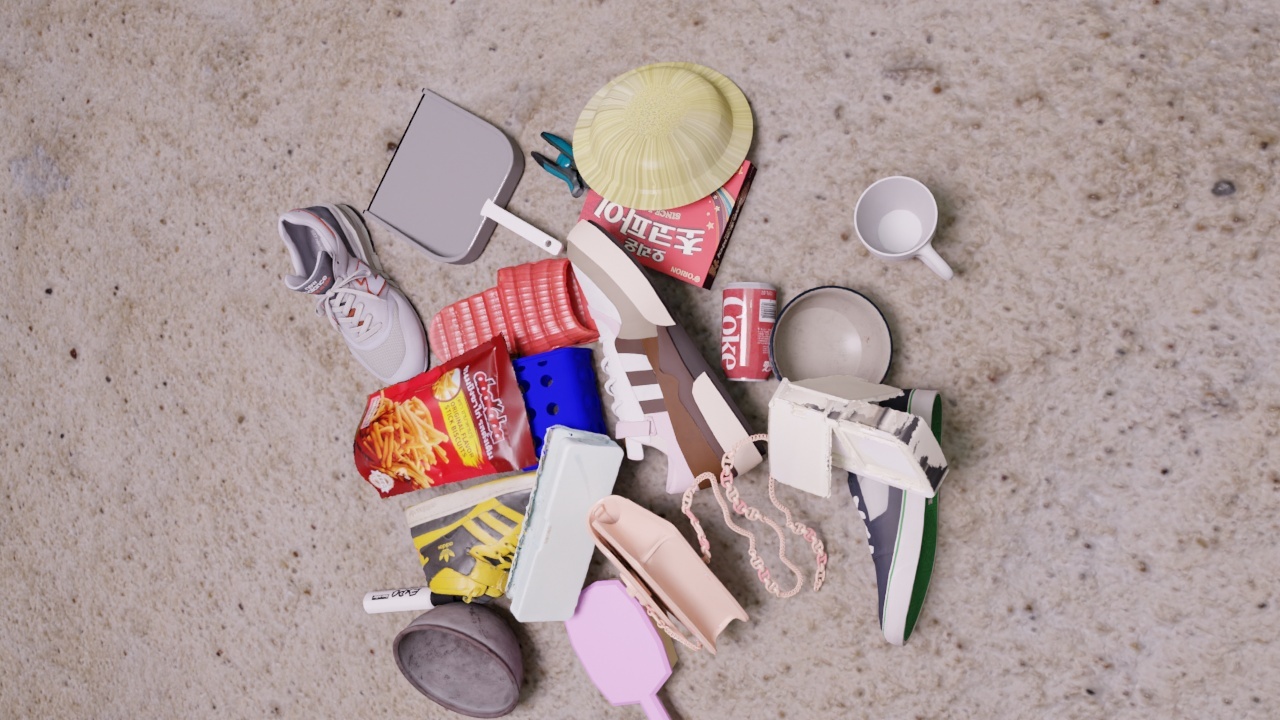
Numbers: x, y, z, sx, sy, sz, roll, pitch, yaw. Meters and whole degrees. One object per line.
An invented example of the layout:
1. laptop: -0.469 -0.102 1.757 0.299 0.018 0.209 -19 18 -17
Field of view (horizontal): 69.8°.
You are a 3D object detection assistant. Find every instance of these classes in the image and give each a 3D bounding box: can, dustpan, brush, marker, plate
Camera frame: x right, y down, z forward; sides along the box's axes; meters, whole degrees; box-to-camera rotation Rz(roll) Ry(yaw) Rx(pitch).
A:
1. can: 0.108 -0.028 0.915 0.054 0.054 0.096 2 90 18
2. dustpan: -0.187 -0.181 1.025 0.258 0.033 0.163 31 99 16
3. brush: 0.006 0.333 0.948 0.089 0.043 0.228 -34 79 15
4. marker: -0.257 0.272 1.047 0.126 0.025 0.025 -9 86 18
5. plate: 0.018 -0.239 0.918 0.184 0.036 0.184 -4 65 9

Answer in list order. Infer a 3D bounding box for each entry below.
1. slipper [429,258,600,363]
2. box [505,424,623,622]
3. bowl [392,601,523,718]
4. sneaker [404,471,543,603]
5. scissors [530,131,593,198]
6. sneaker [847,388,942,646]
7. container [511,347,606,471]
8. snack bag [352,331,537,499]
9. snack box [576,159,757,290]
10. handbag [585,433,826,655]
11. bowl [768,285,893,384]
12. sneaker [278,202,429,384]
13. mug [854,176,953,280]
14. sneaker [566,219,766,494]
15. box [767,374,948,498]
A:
1. slipper: -0.130 -0.051 0.992 0.249 0.059 0.103 -13 85 19
2. box: -0.075 0.166 0.909 0.086 0.072 0.199 16 105 0
3. bowl: -0.184 0.310 0.984 0.145 0.067 0.145 11 127 14
4. sneaker: -0.136 0.187 0.975 0.239 0.086 0.122 -16 81 19
5. scissors: -0.070 -0.210 0.968 0.130 0.019 0.135 -17 72 40
6. sneaker: 0.232 0.143 0.861 0.079 0.084 0.235 3 85 28
7. container: -0.088 0.051 0.963 0.085 0.084 0.113 -14 86 17
8. snack bag: -0.204 0.066 0.965 0.208 0.066 0.139 -17 78 25
9. snack box: 0.024 -0.163 0.953 0.152 0.035 0.133 23 96 17
10. handbag: 0.066 0.174 0.899 0.187 0.117 0.199 -44 119 -13
11. bowl: 0.176 -0.011 0.879 0.115 0.059 0.115 0 87 -4
12. sneaker: -0.334 -0.076 1.025 0.089 0.124 0.239 -32 80 15
13. mug: 0.250 -0.113 0.849 0.071 0.089 0.107 -43 77 13
14. sneaker: -0.005 0.005 0.905 0.116 0.111 0.294 -34 94 0
15. box: 0.157 0.058 0.763 0.144 0.182 0.080 15 65 44
